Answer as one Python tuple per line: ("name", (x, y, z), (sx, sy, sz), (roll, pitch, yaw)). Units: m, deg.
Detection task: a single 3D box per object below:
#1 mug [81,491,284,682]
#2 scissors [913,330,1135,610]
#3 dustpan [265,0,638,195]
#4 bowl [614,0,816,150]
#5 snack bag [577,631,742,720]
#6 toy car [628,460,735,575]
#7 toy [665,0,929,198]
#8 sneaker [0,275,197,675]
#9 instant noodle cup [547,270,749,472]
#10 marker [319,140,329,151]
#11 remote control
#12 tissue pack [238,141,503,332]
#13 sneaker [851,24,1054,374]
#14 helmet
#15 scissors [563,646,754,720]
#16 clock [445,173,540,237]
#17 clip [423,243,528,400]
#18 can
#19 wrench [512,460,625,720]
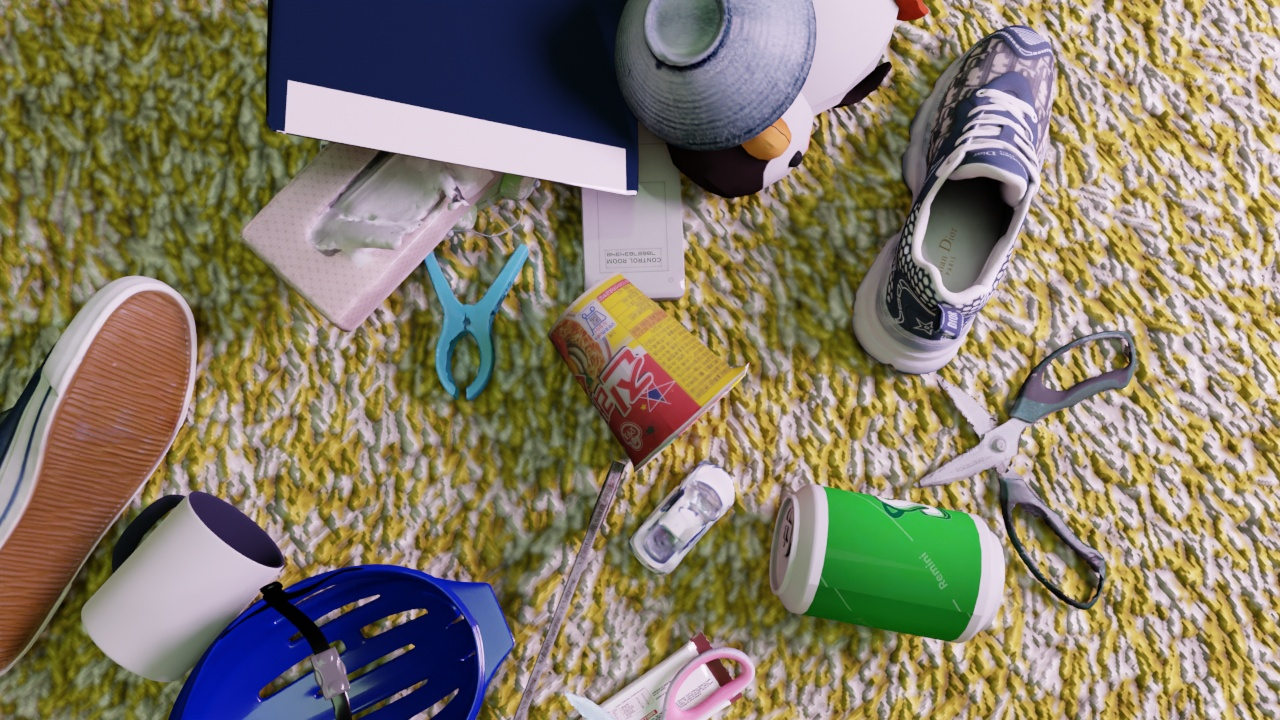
("mug", (-0.313, 0.140, 0.619), (0.112, 0.078, 0.097), (38, 82, 31))
("scissors", (0.304, 0.078, 0.673), (0.201, 0.015, 0.205), (-27, 87, -5))
("dustpan", (-0.126, -0.244, 0.623), (0.236, 0.080, 0.273), (5, 77, -27))
("bowl", (0.036, -0.204, 0.571), (0.137, 0.057, 0.137), (1, 93, 22))
("snack bag", (-0.008, 0.256, 0.641), (0.158, 0.013, 0.057), (-34, 91, -6))
("toy car", (0.032, 0.111, 0.652), (0.038, 0.027, 0.089), (42, 84, 5))
("toy", (0.084, -0.206, 0.657), (0.159, 0.140, 0.184), (30, 93, -31))
("sneaker", (-0.420, 0.061, 0.617), (0.127, 0.120, 0.294), (28, 85, 24))
("instant noodle cup", (-0.004, 0.004, 0.627), (0.100, 0.100, 0.112), (-43, 87, -6))
("marker", (-0.230, -0.194, 0.687), (0.011, 0.011, 0.152), (5, 83, -2))
("remote control", (-0.007, -0.118, 0.682), (0.074, 0.019, 0.151), (-2, 84, -2))
("tissue pack", (-0.167, -0.112, 0.611), (0.104, 0.071, 0.181), (43, 80, 4))
("sneaker", (0.236, -0.124, 0.634), (0.103, 0.132, 0.269), (23, 82, 3))
("helmet", (-0.195, 0.201, 0.534), (0.241, 0.228, 0.147), (-25, 75, -6))
("scissors", (0.022, 0.278, 0.629), (0.170, 0.013, 0.177), (-35, 95, -6))
("clock", (-0.127, -0.145, 0.669), (0.094, 0.042, 0.119), (-29, 85, -4))
("clip", (-0.117, -0.028, 0.666), (0.097, 0.026, 0.116), (2, 83, 1))
("can", (0.164, 0.137, 0.624), (0.140, 0.088, 0.087), (11, 83, -1))
("wrench", (-0.064, 0.196, 0.621), (0.010, 0.070, 0.273), (21, 85, 1))
